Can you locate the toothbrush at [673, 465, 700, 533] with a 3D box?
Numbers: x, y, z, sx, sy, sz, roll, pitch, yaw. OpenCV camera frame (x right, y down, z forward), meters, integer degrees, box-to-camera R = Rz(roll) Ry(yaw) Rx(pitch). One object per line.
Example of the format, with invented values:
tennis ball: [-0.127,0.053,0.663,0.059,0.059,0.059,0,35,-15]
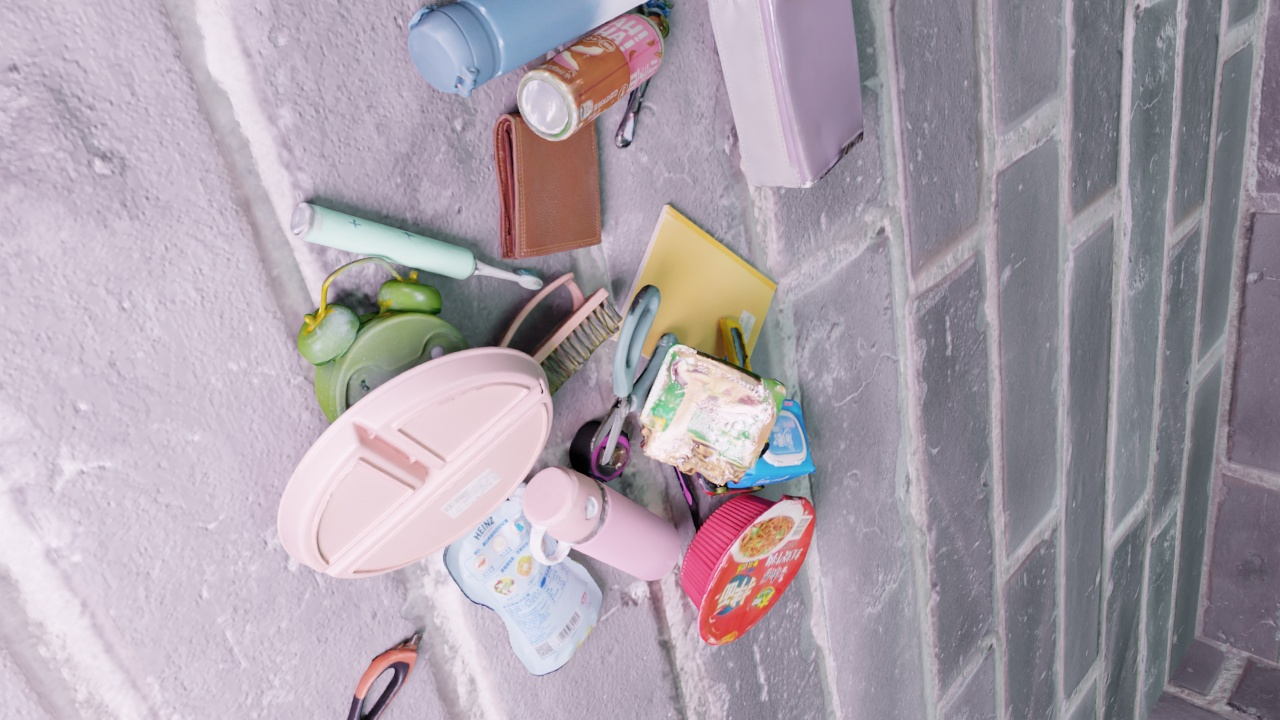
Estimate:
toothbrush: [0.052,0.141,1.003,0.017,0.014,0.189,-47,130,-38]

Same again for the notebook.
notebook: [0.063,-0.052,0.958,0.206,0.010,0.145,27,82,-45]

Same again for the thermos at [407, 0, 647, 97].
thermos: [-0.080,-0.275,0.715,0.219,0.070,0.070,-38,126,-30]

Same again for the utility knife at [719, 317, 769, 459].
utility knife: [0.109,0.028,0.965,0.033,0.015,0.154,-8,82,-39]

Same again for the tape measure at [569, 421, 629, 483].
tape measure: [-0.037,0.088,0.880,0.057,0.039,0.057,6,98,-45]

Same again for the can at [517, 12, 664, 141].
can: [-0.038,-0.234,0.751,0.146,0.058,0.058,-49,132,-41]

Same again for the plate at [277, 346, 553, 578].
plate: [-0.157,0.084,0.692,0.229,0.028,0.230,-34,152,-21]

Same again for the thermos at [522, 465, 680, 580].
thermos: [-0.036,0.164,0.863,0.198,0.067,0.087,39,62,-53]

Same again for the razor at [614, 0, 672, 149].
razor: [0.001,-0.261,0.829,0.042,0.022,0.143,12,94,-44]

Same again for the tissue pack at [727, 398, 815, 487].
tissue pack: [0.142,0.089,1.024,0.156,0.052,0.095,1,69,-45]

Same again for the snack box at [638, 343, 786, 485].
snack box: [0.067,0.042,0.899,0.105,0.118,0.118,-64,178,-76]

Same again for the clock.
clock: [-0.191,0.001,0.691,0.115,0.056,0.161,-30,121,-36]

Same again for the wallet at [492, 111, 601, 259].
wallet: [-0.076,-0.151,0.780,0.101,0.032,0.125,-19,115,-43]

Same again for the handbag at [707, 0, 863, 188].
handbag: [0.152,-0.291,0.914,0.144,0.098,0.197,-35,123,-31]

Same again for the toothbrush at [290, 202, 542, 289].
toothbrush: [-0.162,-0.082,0.716,0.224,0.027,0.026,12,125,-45]

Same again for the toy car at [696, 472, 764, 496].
toy car: [0.097,0.126,1.024,0.106,0.031,0.049,4,66,-46]

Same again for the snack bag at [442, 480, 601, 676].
snack bag: [-0.104,0.201,0.849,0.110,0.039,0.191,-44,126,-24]

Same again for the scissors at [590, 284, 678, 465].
scissors: [-0.006,0.004,0.837,0.172,0.019,0.179,-53,154,-40]

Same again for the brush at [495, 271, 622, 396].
brush: [-0.087,-0.010,0.793,0.073,0.063,0.145,48,67,-10]

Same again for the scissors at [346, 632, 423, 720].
scissors: [-0.238,0.337,0.774,0.222,0.015,0.189,-52,132,-19]

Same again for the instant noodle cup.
instant noodle cup: [0.112,0.220,1.026,0.193,0.066,0.194,-29,137,-32]
